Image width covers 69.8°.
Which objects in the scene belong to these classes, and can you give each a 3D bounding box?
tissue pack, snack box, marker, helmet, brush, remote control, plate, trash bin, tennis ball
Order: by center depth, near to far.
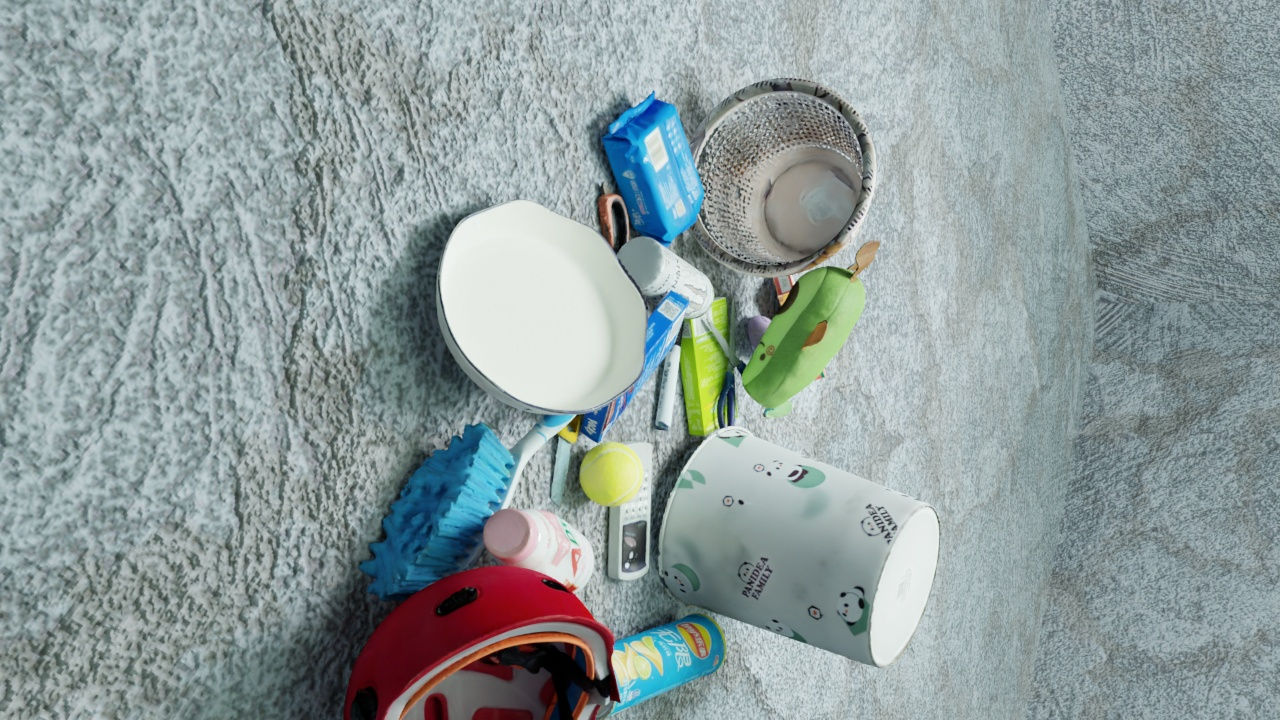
[{"bbox_3d":[-0.130,0.241,0.706,0.206,0.144,0.240,-1,122,-35],"label":"helmet"},{"bbox_3d":[-0.115,0.079,0.798,0.313,0.061,0.109,-59,142,-19],"label":"brush"},{"bbox_3d":[-0.087,-0.042,0.804,0.204,0.046,0.204,18,56,-29],"label":"plate"},{"bbox_3d":[-0.030,0.116,0.936,0.065,0.066,0.065,-2,93,-54],"label":"tennis ball"},{"bbox_3d":[-0.006,0.006,0.943,0.156,0.026,0.085,-52,169,-33],"label":"snack box"},{"bbox_3d":[0.015,-0.202,0.999,0.094,0.052,0.157,-49,128,-39],"label":"tissue pack"},{"bbox_3d":[-0.010,0.163,1.002,0.058,0.021,0.150,2,89,-54],"label":"remote control"},{"bbox_3d":[0.189,0.216,1.052,0.228,0.252,0.230,-22,119,-48],"label":"trash bin"},{"bbox_3d":[0.033,0.016,1.059,0.018,0.023,0.130,14,82,-39],"label":"marker"},{"bbox_3d":[0.082,0.006,1.118,0.085,0.026,0.156,-23,109,-51],"label":"snack box"},{"bbox_3d":[0.186,-0.204,1.119,0.192,0.228,0.227,4,88,-66],"label":"trash bin"},{"bbox_3d":[0.221,-0.053,1.279,0.076,0.027,0.156,-90,158,-54],"label":"snack box"}]

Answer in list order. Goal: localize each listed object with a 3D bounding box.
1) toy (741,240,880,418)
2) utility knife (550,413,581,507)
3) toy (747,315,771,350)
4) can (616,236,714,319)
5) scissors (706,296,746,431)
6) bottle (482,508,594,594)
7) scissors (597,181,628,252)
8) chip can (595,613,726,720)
[{"bbox_3d":[0.206,-0.042,1.110,0.247,0.090,0.227,-56,178,3],"label":"toy"},{"bbox_3d":[-0.065,0.040,0.917,0.033,0.015,0.219,8,90,-48],"label":"utility knife"},{"bbox_3d":[0.176,-0.023,1.232,0.108,0.039,0.083,24,52,-52],"label":"toy"},{"bbox_3d":[0.029,-0.087,0.999,0.146,0.058,0.058,23,73,-62],"label":"can"},{"bbox_3d":[0.117,0.011,1.133,0.175,0.012,0.162,36,62,-49],"label":"scissors"},{"bbox_3d":[-0.089,0.163,0.794,0.197,0.068,0.068,67,36,-69],"label":"bottle"},{"bbox_3d":[-0.040,-0.075,0.960,0.226,0.015,0.188,50,52,-43],"label":"scissors"},{"bbox_3d":[0.009,0.327,0.993,0.209,0.071,0.071,5,87,-53],"label":"chip can"}]
